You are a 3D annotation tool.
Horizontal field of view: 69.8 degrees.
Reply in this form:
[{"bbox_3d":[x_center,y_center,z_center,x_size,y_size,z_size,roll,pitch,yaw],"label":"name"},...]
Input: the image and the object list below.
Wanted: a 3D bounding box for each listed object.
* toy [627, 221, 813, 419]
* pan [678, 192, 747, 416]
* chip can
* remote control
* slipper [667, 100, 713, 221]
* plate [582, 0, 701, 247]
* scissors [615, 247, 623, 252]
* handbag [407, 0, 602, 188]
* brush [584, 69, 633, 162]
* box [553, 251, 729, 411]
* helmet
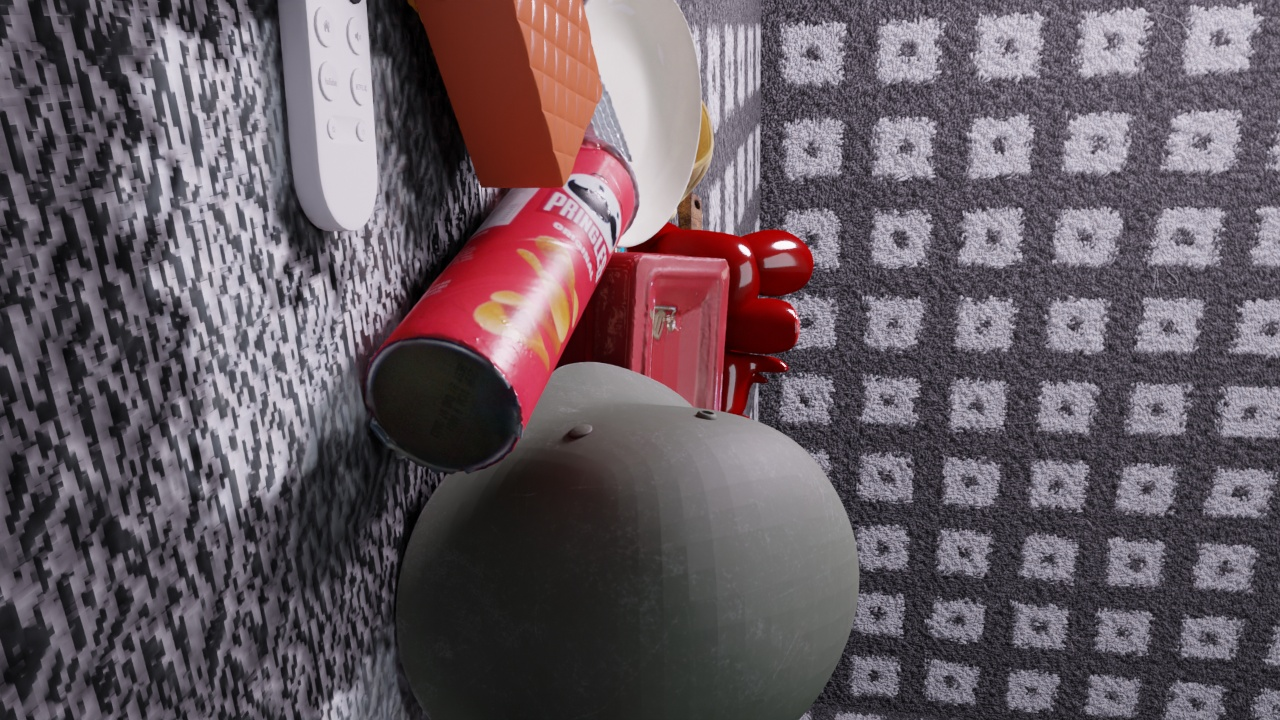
[{"bbox_3d":[0.046,-0.012,0.728,0.120,0.158,0.197,1,96,-75],"label":"toy"},{"bbox_3d":[0.048,-0.011,0.868,0.207,0.040,0.356,26,60,-45],"label":"pan"},{"bbox_3d":[-0.058,-0.041,0.460,0.232,0.073,0.073,-70,159,-56],"label":"chip can"},{"bbox_3d":[-0.111,-0.115,0.326,0.043,0.013,0.136,-46,137,-74],"label":"remote control"},{"bbox_3d":[0.021,-0.208,0.800,0.261,0.079,0.111,44,37,-74],"label":"slipper"},{"bbox_3d":[-0.016,-0.172,0.644,0.181,0.034,0.182,-27,123,-52],"label":"plate"},{"bbox_3d":[-0.020,-0.122,0.796,0.083,0.015,0.140,-76,161,-56],"label":"scissors"},{"bbox_3d":[-0.066,-0.181,0.420,0.172,0.060,0.108,76,24,-45],"label":"handbag"},{"bbox_3d":[-0.044,-0.172,0.534,0.040,0.030,0.172,-59,144,-28],"label":"brush"},{"bbox_3d":[-0.023,0.003,0.631,0.136,0.123,0.157,-5,100,-61],"label":"box"},{"bbox_3d":[0.017,0.113,0.469,0.267,0.154,0.227,0,89,-43],"label":"helmet"}]
